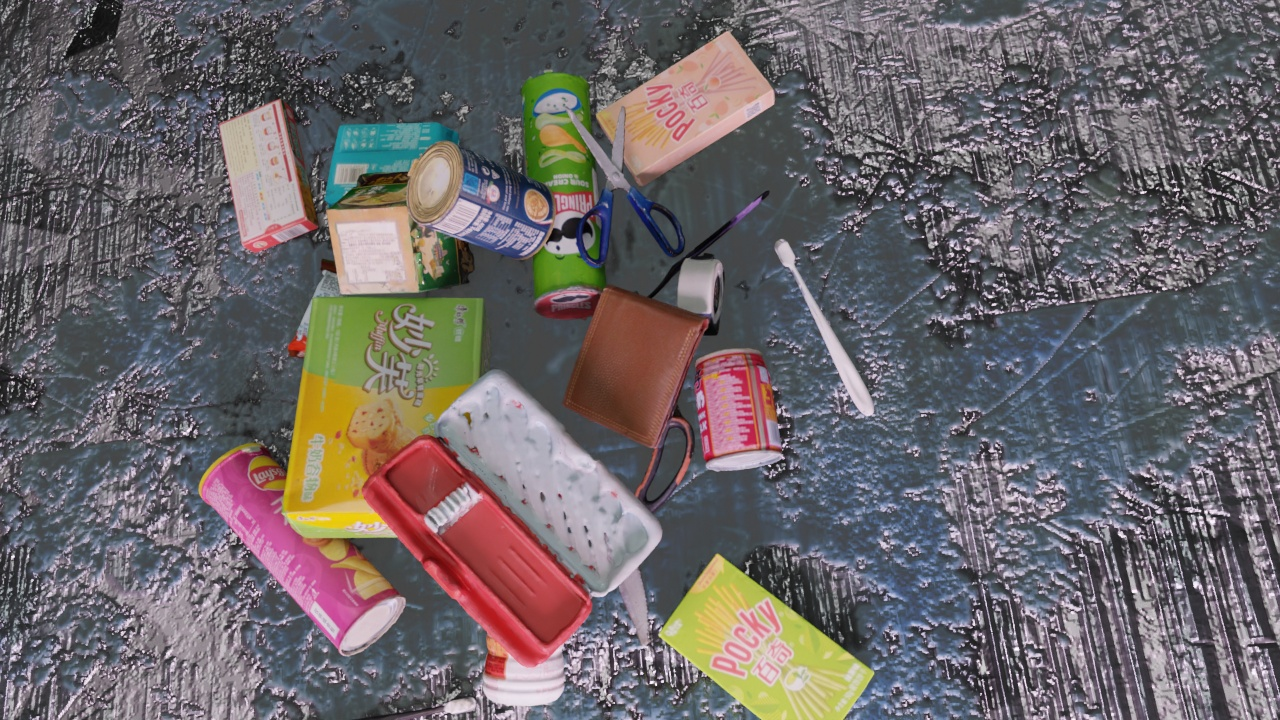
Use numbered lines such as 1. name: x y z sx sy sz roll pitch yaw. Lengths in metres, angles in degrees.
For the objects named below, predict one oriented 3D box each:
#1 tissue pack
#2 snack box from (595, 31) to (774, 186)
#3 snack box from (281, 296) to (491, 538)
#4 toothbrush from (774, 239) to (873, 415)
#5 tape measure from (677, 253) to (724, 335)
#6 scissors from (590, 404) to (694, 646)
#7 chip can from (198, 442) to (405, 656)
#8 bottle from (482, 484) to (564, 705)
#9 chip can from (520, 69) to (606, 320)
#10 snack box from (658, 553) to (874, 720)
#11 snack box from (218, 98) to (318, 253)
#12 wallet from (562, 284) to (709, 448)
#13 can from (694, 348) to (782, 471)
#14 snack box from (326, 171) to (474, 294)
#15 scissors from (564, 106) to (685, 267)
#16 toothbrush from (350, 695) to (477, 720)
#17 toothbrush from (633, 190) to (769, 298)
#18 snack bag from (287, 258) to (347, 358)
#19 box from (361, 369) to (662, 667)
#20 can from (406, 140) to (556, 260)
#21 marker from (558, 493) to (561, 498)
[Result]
1. tissue pack: -0.250 -0.192 0.933 0.133 0.050 0.093 1 74 12
2. snack box: 0.043 -0.247 0.900 0.157 0.026 0.084 -32 70 1
3. snack box: -0.218 0.048 0.815 0.157 0.070 0.209 0 65 -3
4. toothbrush: 0.163 -0.030 0.820 0.016 0.016 0.180 -26 73 5
5. tape measure: 0.054 -0.060 0.822 0.034 0.066 0.065 3 75 14
6. scissors: -0.020 0.135 0.810 0.189 0.015 0.225 -30 71 2
7. chip can: -0.307 0.168 0.831 0.210 0.071 0.071 40 85 18
8. bottle: -0.094 0.181 0.769 0.068 0.068 0.196 0 83 12
9. chip can: -0.073 -0.159 0.876 0.072 0.072 0.235 -8 72 9
10. snack box: 0.100 0.238 0.748 0.156 0.026 0.085 35 83 19
11. snack box: -0.398 -0.198 0.978 0.077 0.027 0.155 -21 71 6
12. wallet: -0.005 0.005 0.803 0.101 0.032 0.124 23 96 26
13. can: 0.082 0.042 0.786 0.066 0.066 0.093 -10 73 9
14. snack box: -0.229 -0.112 0.851 0.118 0.105 0.118 -1 107 12
15. scissors: -0.019 -0.155 0.847 0.174 0.012 0.162 37 62 -18
16. toothbrush: -0.230 0.316 0.801 0.181 0.018 0.015 -14 75 9
17. toothbrush: 0.048 -0.101 0.864 0.189 0.014 0.016 -40 67 -2
18. snack bag: -0.316 -0.049 0.918 0.048 0.026 0.104 15 77 9
19. box: -0.101 0.121 0.732 0.201 0.039 0.157 44 70 10
20. can: -0.139 -0.139 0.802 0.075 0.111 0.075 -11 73 38
21. marker: -0.133 0.136 0.822 0.145 0.017 0.017 -17 71 14
